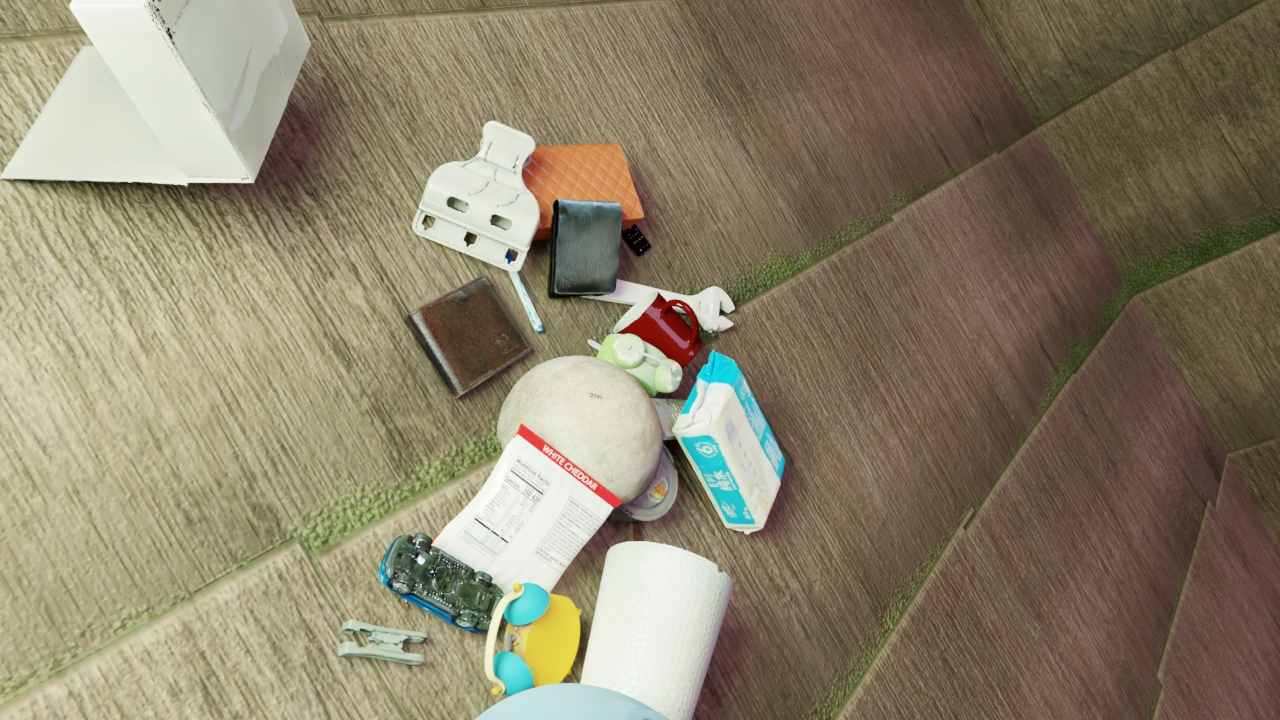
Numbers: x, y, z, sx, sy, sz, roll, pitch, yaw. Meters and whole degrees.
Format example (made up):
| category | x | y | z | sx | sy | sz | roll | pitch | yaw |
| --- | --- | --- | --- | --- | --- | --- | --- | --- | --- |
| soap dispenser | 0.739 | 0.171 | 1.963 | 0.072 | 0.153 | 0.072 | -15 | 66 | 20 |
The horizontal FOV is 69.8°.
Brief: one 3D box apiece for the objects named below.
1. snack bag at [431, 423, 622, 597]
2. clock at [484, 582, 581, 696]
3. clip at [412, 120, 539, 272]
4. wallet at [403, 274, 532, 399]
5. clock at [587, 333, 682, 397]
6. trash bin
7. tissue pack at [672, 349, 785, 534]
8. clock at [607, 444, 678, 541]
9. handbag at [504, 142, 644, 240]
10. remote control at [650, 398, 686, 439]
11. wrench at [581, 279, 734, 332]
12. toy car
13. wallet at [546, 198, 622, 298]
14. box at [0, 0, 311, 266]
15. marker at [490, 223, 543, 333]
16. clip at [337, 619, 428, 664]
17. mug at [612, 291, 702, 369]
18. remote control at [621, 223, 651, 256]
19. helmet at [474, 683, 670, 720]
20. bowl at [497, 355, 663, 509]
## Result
| category | x | y | z | sx | sy | sz | roll | pitch | yaw |
| --- | --- | --- | --- | --- | --- | --- | --- | --- | --- |
| snack bag | -0.107 | 0.155 | 0.872 | 0.131 | 0.039 | 0.144 | 40 | 82 | -20 |
| clock | -0.097 | 0.255 | 0.841 | 0.129 | 0.044 | 0.099 | 29 | 67 | -56 |
| clip | -0.164 | -0.181 | 0.988 | 0.124 | 0.075 | 0.144 | 23 | 82 | -13 |
| wallet | -0.176 | -0.028 | 0.955 | 0.119 | 0.031 | 0.099 | -36 | 98 | -48 |
| clock | -0.006 | 0.006 | 1.041 | 0.094 | 0.120 | 0.042 | 31 | 70 | -25 |
| trash bin | 0.009 | 0.279 | 0.893 | 0.133 | 0.134 | 0.161 | 35 | 53 | -24 |
| tissue pack | 0.107 | 0.098 | 1.084 | 0.209 | 0.066 | 0.116 | 62 | 38 | -31 |
| clock | -0.006 | 0.118 | 1.013 | 0.104 | 0.056 | 0.147 | 35 | 50 | -22 |
| handbag | -0.092 | -0.205 | 1.100 | 0.171 | 0.060 | 0.109 | -13 | 84 | -37 |
| remote control | 0.048 | 0.069 | 1.086 | 0.135 | 0.011 | 0.050 | 7 | 51 | -61 |
| wrench | 0.022 | -0.079 | 1.177 | 0.272 | 0.018 | 0.066 | 8 | 63 | -39 |
| toy car | -0.179 | 0.202 | 0.814 | 0.120 | 0.044 | 0.056 | 39 | 46 | -25 |
| wallet | -0.064 | -0.128 | 1.060 | 0.089 | 0.026 | 0.115 | -6 | 106 | -37 |
| box | -0.426 | -0.219 | 0.746 | 0.172 | 0.381 | 0.167 | 42 | 43 | -42 |
| marker | -0.141 | -0.096 | 1.035 | 0.013 | 0.013 | 0.142 | -20 | 82 | -47 |
| clip | -0.216 | 0.240 | 0.776 | 0.076 | 0.023 | 0.045 | 20 | 57 | -32 |
| mug | 0.031 | -0.035 | 1.094 | 0.082 | 0.106 | 0.073 | 47 | 47 | -13 |
| remote control | -0.036 | -0.198 | 1.192 | 0.140 | 0.009 | 0.030 | 53 | 43 | -7 |
| helmet | -0.052 | 0.365 | 0.739 | 0.265 | 0.225 | 0.166 | 45 | 8 | -18 |
| bowl | -0.052 | 0.060 | 0.940 | 0.178 | 0.081 | 0.178 | 10 | 55 | -15 |
